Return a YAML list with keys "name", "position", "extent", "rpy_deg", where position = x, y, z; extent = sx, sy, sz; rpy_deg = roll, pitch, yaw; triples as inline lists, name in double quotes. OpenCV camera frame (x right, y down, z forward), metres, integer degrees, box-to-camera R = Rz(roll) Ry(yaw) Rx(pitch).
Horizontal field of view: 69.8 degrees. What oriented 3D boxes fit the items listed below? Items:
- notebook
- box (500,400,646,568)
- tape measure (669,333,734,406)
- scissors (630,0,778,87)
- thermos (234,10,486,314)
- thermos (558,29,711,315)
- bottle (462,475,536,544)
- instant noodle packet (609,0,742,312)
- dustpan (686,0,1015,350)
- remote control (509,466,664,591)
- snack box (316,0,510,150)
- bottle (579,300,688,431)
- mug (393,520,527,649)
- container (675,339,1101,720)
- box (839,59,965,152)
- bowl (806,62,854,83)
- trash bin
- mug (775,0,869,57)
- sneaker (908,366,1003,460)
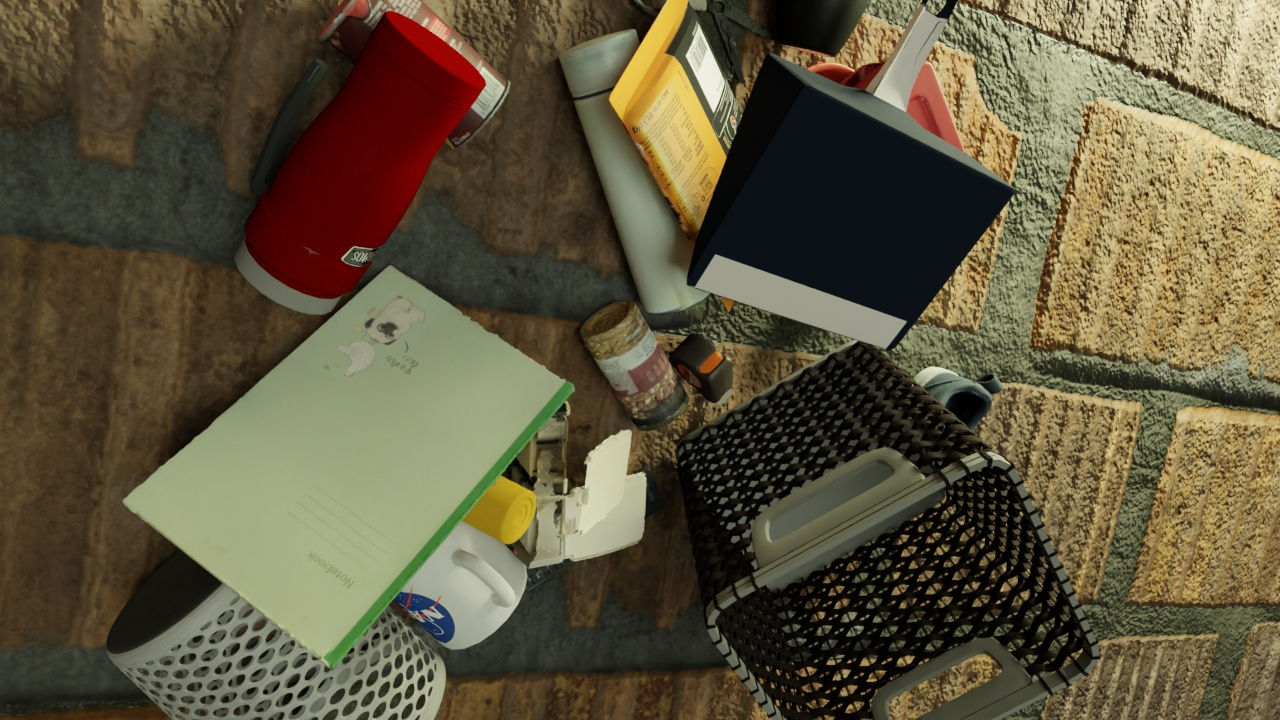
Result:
- name: "notebook"
  position: [-0.190, 0.057, 0.634]
  extent: [0.182, 0.010, 0.251]
  rpy_deg: [33, 59, 12]
- name: "box"
  position: [-0.037, 0.098, 0.728]
  extent: [0.105, 0.187, 0.144]
  rpy_deg: [-4, 110, -23]
- name: "tape measure"
  position: [0.059, 0.003, 0.838]
  extent: [0.038, 0.059, 0.058]
  rpy_deg: [-45, 157, -14]
- name: "scissors"
  position: [0.057, -0.319, 0.790]
  extent: [0.157, 0.012, 0.171]
  rpy_deg: [-11, 106, -24]
- name: "thermos"
  position: [-0.201, -0.137, 0.622]
  extent: [0.108, 0.083, 0.199]
  rpy_deg: [41, 108, 1]
- name: "thermos"
  position: [0.000, -0.154, 0.767]
  extent: [0.067, 0.068, 0.230]
  rpy_deg: [-27, 112, -21]
- name: "bottle"
  position: [-0.150, 0.091, 0.704]
  extent: [0.043, 0.144, 0.043]
  rpy_deg: [-47, 149, -39]
- name: "instant noodle packet"
  position: [0.053, -0.173, 0.760]
  extent: [0.221, 0.032, 0.159]
  rpy_deg: [56, 45, -37]
- name: "dustpan"
  position: [0.182, -0.161, 0.732]
  extent: [0.236, 0.080, 0.274]
  rpy_deg: [14, 121, -31]
- name: "remote control"
  position: [-0.050, 0.150, 0.835]
  extent: [0.150, 0.022, 0.047]
  rpy_deg: [-29, 113, -18]
- name: "snack box"
  position: [-0.162, -0.218, 0.664]
  extent: [0.121, 0.072, 0.072]
  rpy_deg: [40, 82, -30]
- name: "bottle"
  position: [-0.005, 0.005, 0.805]
  extent: [0.056, 0.056, 0.105]
  rpy_deg: [-38, 116, -16]
- name: "mug"
  position: [-0.144, 0.168, 0.730]
  extent: [0.090, 0.121, 0.090]
  rpy_deg: [53, 56, -26]
- name: "container"
  position: [0.188, 0.160, 0.795]
  extent: [0.247, 0.243, 0.245]
  rpy_deg: [-31, 116, 7]
- name: "box"
  position: [0.197, -0.171, 0.805]
  extent: [0.157, 0.087, 0.129]
  rpy_deg: [-43, 122, -12]
- name: "bowl"
  position: [0.161, -0.207, 0.852]
  extent: [0.130, 0.045, 0.130]
  rpy_deg: [-6, 104, -27]
- name: "trash bin"
  position: [-0.260, 0.213, 0.662]
  extent: [0.156, 0.156, 0.183]
  rpy_deg: [-40, 114, -15]
- name: "mug"
  position: [0.169, -0.325, 0.819]
  extent: [0.118, 0.085, 0.100]
  rpy_deg: [-14, 122, -56]
- name: "sneaker"
  position: [0.288, 0.104, 0.964]
  extent: [0.089, 0.087, 0.235]
  rpy_deg: [43, 80, -28]
